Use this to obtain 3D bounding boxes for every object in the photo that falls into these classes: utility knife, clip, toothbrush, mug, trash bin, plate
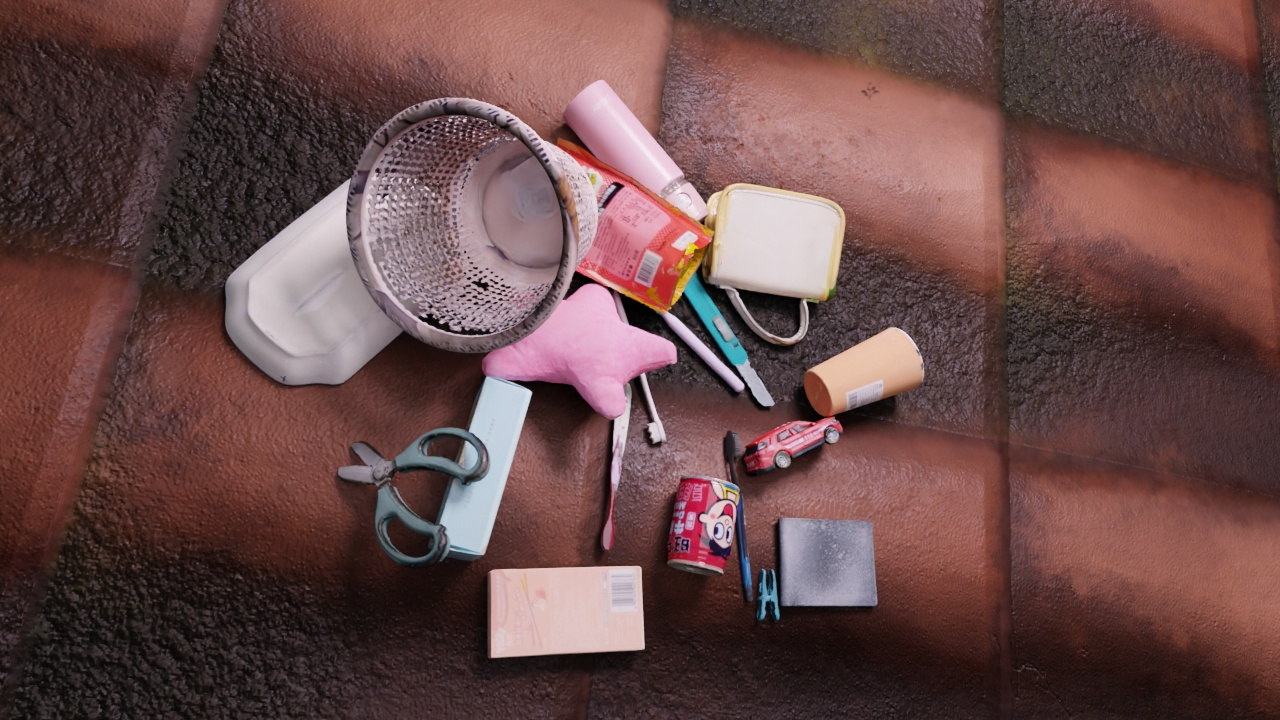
[{"bbox_3d":[0.095,-0.035,1.066,0.029,0.013,0.209,-31,86,-23],"label":"utility knife"},{"bbox_3d":[0.138,0.255,0.997,0.048,0.015,0.057,7,72,-14],"label":"clip"},{"bbox_3d":[0.111,0.170,1.013,0.016,0.014,0.189,7,72,-41],"label":"toothbrush"},{"bbox_3d":[-0.006,0.006,1.022,0.016,0.016,0.180,-15,80,-15],"label":"toothbrush"},{"bbox_3d":[0.258,0.019,1.073,0.122,0.078,0.078,-22,82,-17],"label":"mug"},{"bbox_3d":[-0.139,-0.138,0.902,0.228,0.191,0.228,4,105,15],"label":"trash bin"},{"bbox_3d":[0.052,-0.034,1.050,0.021,0.029,0.189,-43,93,17],"label":"toothbrush"},{"bbox_3d":[-0.027,0.112,0.986,0.016,0.017,0.187,10,69,-12],"label":"toothbrush"},{"bbox_3d":[-0.299,-0.093,0.945,0.162,0.034,0.265,45,67,-2],"label":"plate"}]

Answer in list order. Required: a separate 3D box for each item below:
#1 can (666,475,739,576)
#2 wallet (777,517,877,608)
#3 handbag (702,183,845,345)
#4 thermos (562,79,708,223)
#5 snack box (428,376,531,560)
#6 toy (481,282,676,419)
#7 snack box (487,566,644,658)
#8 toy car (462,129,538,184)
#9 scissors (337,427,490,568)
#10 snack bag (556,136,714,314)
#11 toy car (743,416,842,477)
[{"bbox_3d":[0.065,0.175,0.968,0.066,0.067,0.093,17,71,-13],"label":"can"},{"bbox_3d":[0.209,0.227,1.026,0.120,0.019,0.097,5,75,-18],"label":"wallet"},{"bbox_3d":[0.151,-0.109,1.089,0.163,0.063,0.178,7,87,-16],"label":"handbag"},{"bbox_3d":[-0.010,-0.222,1.060,0.087,0.067,0.198,-39,90,-16],"label":"thermos"},{"bbox_3d":[-0.159,0.108,0.911,0.051,0.074,0.174,19,70,-12],"label":"snack box"},{"bbox_3d":[-0.056,-0.022,0.975,0.194,0.075,0.178,17,50,2],"label":"toy"},{"bbox_3d":[-0.075,0.252,0.922,0.157,0.026,0.084,3,74,-17],"label":"snack box"},{"bbox_3d":[-0.155,-0.222,1.030,0.049,0.031,0.105,45,69,-5],"label":"toy car"},{"bbox_3d":[-0.226,0.131,0.865,0.178,0.019,0.169,-2,66,21],"label":"scissors"},{"bbox_3d":[-0.033,-0.145,1.012,0.208,0.073,0.128,29,88,8],"label":"snack bag"},{"bbox_3d":[0.171,0.092,1.032,0.120,0.053,0.045,-20,84,-23],"label":"toy car"}]
